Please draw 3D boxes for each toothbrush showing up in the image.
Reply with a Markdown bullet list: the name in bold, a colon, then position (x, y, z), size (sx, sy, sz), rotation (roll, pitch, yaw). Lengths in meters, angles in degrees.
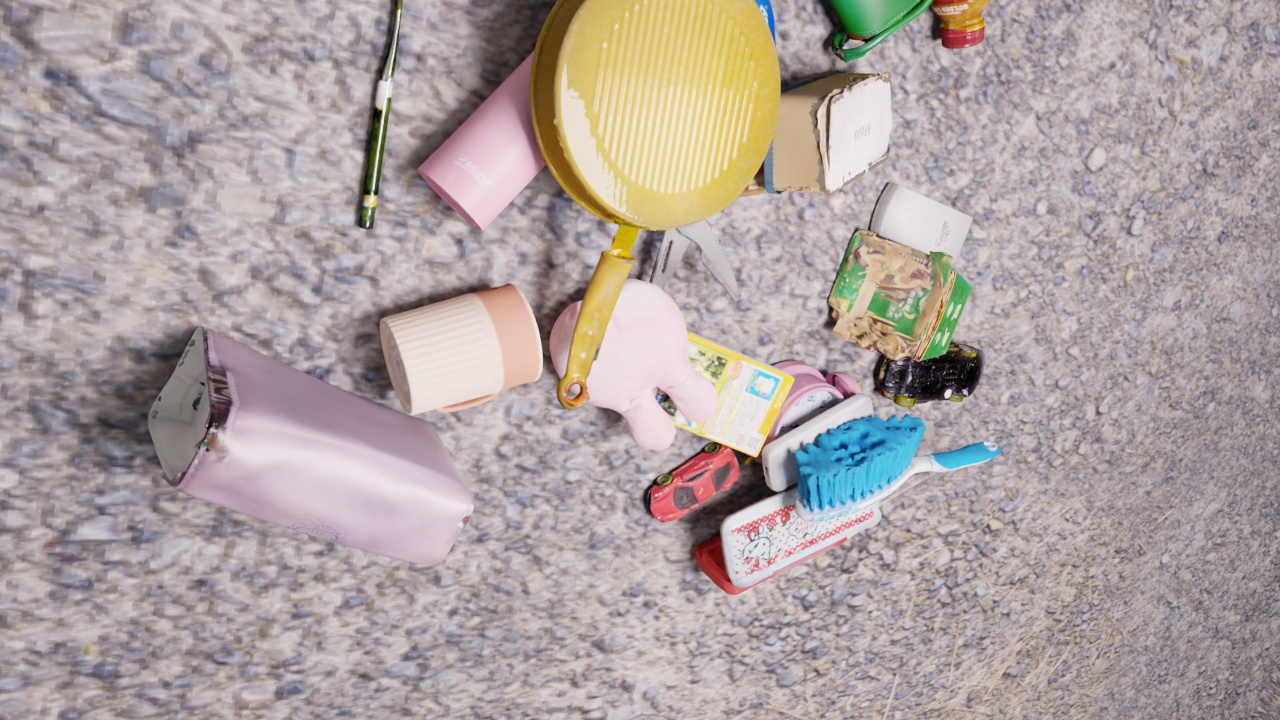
- **toothbrush**: position (-0.188, -0.186, 0.659), size (0.017, 0.012, 0.186), rotation (4, 108, -28)

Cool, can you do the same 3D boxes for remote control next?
- **remote control**: position (0.301, -0.146, 0.984), size (0.135, 0.019, 0.056), rotation (11, 104, -35)
- **remote control**: position (0.181, 0.082, 0.931), size (0.135, 0.020, 0.056), rotation (-27, 124, -20)

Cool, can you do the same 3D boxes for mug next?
- **mug**: position (-0.144, 0.000, 0.734), size (0.105, 0.081, 0.115), rotation (-17, 148, -24)

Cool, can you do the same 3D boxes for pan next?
- **pan**: position (-0.008, -0.122, 0.702), size (0.197, 0.078, 0.358), rotation (4, 104, -31)

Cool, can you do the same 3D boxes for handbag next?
- **handbag**: position (-0.235, 0.072, 0.659), size (0.197, 0.145, 0.098), rotation (29, 91, -37)
- **handbag**: position (0.190, -0.347, 0.802), size (0.120, 0.068, 0.131), rotation (-44, 128, 0)

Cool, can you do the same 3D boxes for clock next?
- **clock**: position (0.178, 0.064, 0.972), size (0.158, 0.060, 0.117), rotation (0, 111, -34)

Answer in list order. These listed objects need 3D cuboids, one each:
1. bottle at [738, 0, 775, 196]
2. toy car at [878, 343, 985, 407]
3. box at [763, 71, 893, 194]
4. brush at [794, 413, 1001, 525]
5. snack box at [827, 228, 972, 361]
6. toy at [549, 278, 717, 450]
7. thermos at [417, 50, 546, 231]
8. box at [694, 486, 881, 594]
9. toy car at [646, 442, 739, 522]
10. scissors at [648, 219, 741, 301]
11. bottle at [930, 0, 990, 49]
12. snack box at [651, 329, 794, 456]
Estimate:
- **bottle**: position (0.081, -0.250, 0.769), size (0.065, 0.065, 0.219), rotation (-21, 120, -24)
- **toy car**: position (0.339, 0.015, 1.064), size (0.158, 0.042, 0.070), rotation (1, 110, -32)
- **box**: position (0.165, -0.200, 0.801), size (0.183, 0.062, 0.090), rotation (-31, 124, -50)
- **brush**: position (0.281, 0.100, 0.961), size (0.313, 0.060, 0.110), rotation (-18, 127, -27)
- **snack box**: position (0.278, -0.063, 0.958), size (0.105, 0.118, 0.117), rotation (5, 108, -47)
- **toy**: position (-0.005, 0.005, 0.815), size (0.121, 0.054, 0.159), rotation (-34, 107, 4)
- **thermos**: position (-0.069, -0.183, 0.697), size (0.087, 0.067, 0.198), rotation (45, 83, -11)
- **box**: position (0.158, 0.164, 0.979), size (0.201, 0.095, 0.102), rotation (-19, 121, -25)
- **toy car**: position (0.055, 0.128, 0.940), size (0.106, 0.031, 0.049), rotation (-30, 122, -16)
- **scissors**: position (0.039, -0.142, 0.778), size (0.189, 0.015, 0.222), rotation (-35, 116, 14)
- **bottle**: position (0.297, -0.383, 0.853), size (0.057, 0.057, 0.175), rotation (-26, 122, -21)
- **snack box**: position (0.066, 0.028, 0.875), size (0.140, 0.034, 0.087), rotation (22, 98, -18)
